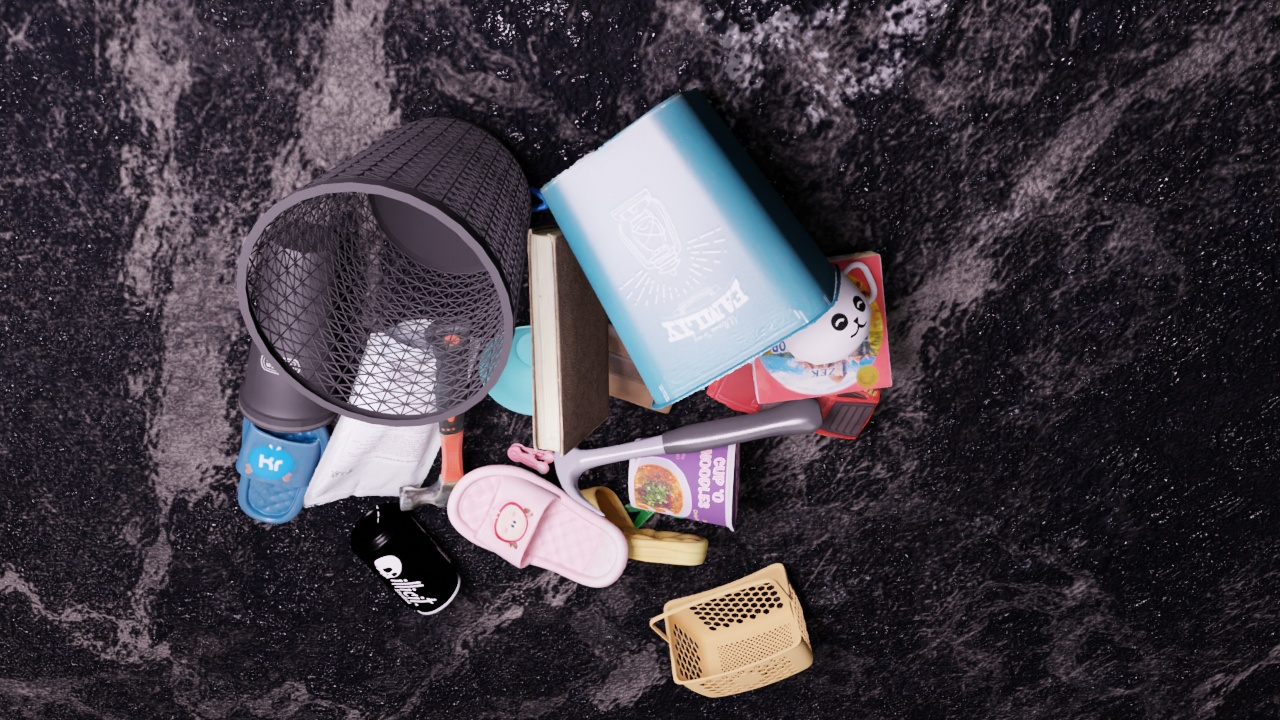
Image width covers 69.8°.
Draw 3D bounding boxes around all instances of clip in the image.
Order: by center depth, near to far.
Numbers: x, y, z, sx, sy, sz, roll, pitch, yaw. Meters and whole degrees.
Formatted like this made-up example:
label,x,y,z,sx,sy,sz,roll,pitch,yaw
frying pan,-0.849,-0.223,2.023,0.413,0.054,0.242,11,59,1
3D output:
label,x,y,z,sx,sy,sz,roll,pitch,yaw
clip,-0.130,0.116,1.123,0.058,0.049,0.023,34,127,27

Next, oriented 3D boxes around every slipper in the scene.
label,x,y,z,sx,sy,sz,roll,pitch,yaw
slipper,-0.118,0.193,1.064,0.221,0.055,0.107,22,96,7
slipper,-0.435,0.129,1.106,0.103,0.059,0.214,15,126,-14
slipper,-0.045,0.195,1.129,0.263,0.099,0.078,8,88,14

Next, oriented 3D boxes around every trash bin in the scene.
label,x,y,z,sx,sy,sz,roll,pitch,yaw
trash bin,-0.198,-0.100,0.818,0.217,0.242,0.217,2,123,4
trash bin,0.042,-0.111,0.838,0.197,0.198,0.218,-31,100,20

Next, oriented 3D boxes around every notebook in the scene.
label,x,y,z,sx,sy,sz,roll,pitch,yaw
notebook,-0.060,-0.029,0.919,0.034,0.189,0.215,3,102,16

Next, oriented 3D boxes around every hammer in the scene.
label,x,y,z,sx,sy,sz,roll,pitch,yaw
hammer,-0.210,0.067,1.022,0.133,0.033,0.334,-4,142,-13
hammer,0.049,0.093,1.030,0.311,0.124,0.029,-12,157,14

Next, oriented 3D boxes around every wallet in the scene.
label,x,y,z,sx,sy,sz,roll,pitch,yaw
wallet,-0.006,0.006,1.039,0.121,0.026,0.099,17,126,-12

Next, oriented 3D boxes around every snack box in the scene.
label,x,y,z,sx,sy,sz,roll,pitch,yaw
snack box,0.186,-0.035,0.972,0.142,0.040,0.145,-8,103,5

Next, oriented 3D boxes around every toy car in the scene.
label,x,y,z,sx,sy,sz,roll,pitch,yaw
toy car,0.174,0.036,1.045,0.189,0.056,0.082,17,122,-9

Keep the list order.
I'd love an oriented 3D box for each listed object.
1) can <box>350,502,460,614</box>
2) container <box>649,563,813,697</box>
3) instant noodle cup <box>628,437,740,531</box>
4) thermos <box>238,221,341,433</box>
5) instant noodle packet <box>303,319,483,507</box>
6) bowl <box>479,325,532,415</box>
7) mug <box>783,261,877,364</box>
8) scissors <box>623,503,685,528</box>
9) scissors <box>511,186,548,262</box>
label,x,y,z,sx,sy,sz,roll,pitch,yaw
can,-0.302,0.256,1.184,0.080,0.080,0.146,-22,123,15
container,0.124,0.360,1.233,0.184,0.129,0.167,-23,132,16
instant noodle cup,0.051,0.139,1.080,0.122,0.136,0.122,2,117,10
thermos,-0.363,-0.032,0.969,0.106,0.105,0.219,12,120,-9
instant noodle packet,-0.285,0.070,1.058,0.146,0.057,0.270,3,132,-38
bowl,-0.116,0.000,1.021,0.121,0.046,0.121,0,126,0
mug,0.193,-0.049,0.909,0.123,0.090,0.076,-39,101,-24
scissors,0.012,0.179,1.171,0.130,0.012,0.117,-9,123,8
scissors,-0.151,-0.142,0.942,0.125,0.013,0.130,-9,121,9
